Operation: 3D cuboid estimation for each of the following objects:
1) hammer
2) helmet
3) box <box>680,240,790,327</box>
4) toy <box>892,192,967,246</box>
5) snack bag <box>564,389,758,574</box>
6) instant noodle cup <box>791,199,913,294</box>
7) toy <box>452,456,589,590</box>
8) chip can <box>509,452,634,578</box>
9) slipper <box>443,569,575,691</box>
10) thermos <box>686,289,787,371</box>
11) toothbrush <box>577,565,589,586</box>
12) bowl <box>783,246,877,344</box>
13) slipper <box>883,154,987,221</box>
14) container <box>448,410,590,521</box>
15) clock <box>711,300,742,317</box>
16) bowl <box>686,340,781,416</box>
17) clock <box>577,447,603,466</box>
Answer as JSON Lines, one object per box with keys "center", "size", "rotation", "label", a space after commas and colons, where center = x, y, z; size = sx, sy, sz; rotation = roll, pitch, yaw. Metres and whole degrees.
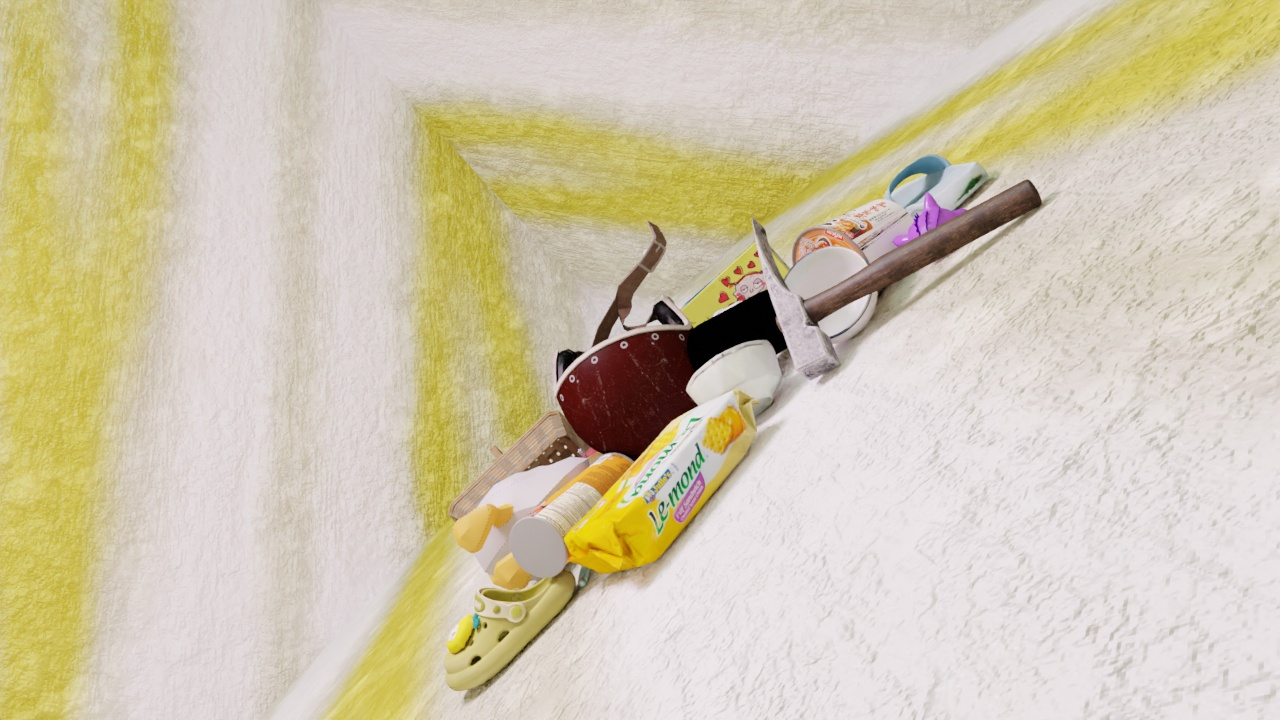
{"center": [0.272, -0.136, 1.005], "size": [0.301, 0.037, 0.217], "rotation": [-29, 56, 24], "label": "hammer"}
{"center": [-0.007, 0.009, 1.282], "size": [0.233, 0.234, 0.253], "rotation": [-27, 47, 7], "label": "helmet"}
{"center": [0.161, -0.094, 1.565], "size": [0.221, 0.124, 0.081], "rotation": [-40, 4, 15], "label": "box"}
{"center": [0.340, -0.153, 1.063], "size": [0.106, 0.056, 0.087], "rotation": [-16, 30, 31], "label": "toy"}
{"center": [0.024, 0.141, 1.006], "size": [0.246, 0.068, 0.160], "rotation": [-46, 7, -28], "label": "snack bag"}
{"center": [0.276, -0.137, 1.149], "size": [0.121, 0.123, 0.124], "rotation": [-35, 1, -29], "label": "instant noodle cup"}
{"center": [-0.152, 0.230, 1.259], "size": [0.247, 0.141, 0.267], "rotation": [-51, -9, 5], "label": "toy"}
{"center": [-0.074, 0.185, 1.133], "size": [0.075, 0.075, 0.214], "rotation": [-40, -4, 28], "label": "chip can"}
{"center": [-0.162, 0.299, 1.062], "size": [0.190, 0.081, 0.091], "rotation": [-41, 8, -3], "label": "slipper"}
{"center": [0.156, -0.041, 1.229], "size": [0.198, 0.086, 0.086], "rotation": [-28, -6, -44], "label": "thermos"}
{"center": [-0.069, 0.245, 1.144], "size": [0.016, 0.016, 0.180], "rotation": [-43, 6, 4], "label": "toothbrush"}
{"center": [0.227, -0.068, 1.077], "size": [0.118, 0.118, 0.062], "rotation": [-41, -39, 17], "label": "bowl"}
{"center": [0.396, -0.242, 1.274], "size": [0.104, 0.074, 0.245], "rotation": [-42, 7, -2], "label": "slipper"}
{"center": [-0.186, 0.212, 1.529], "size": [0.249, 0.157, 0.186], "rotation": [-44, 17, -9], "label": "container"}
{"center": [0.151, -0.045, 1.469], "size": [0.057, 0.083, 0.117], "rotation": [-31, 11, 38], "label": "clock"}
{"center": [0.119, 0.033, 1.089], "size": [0.117, 0.061, 0.118], "rotation": [-23, -25, -11], "label": "bowl"}
{"center": [-0.044, 0.141, 1.416], "size": [0.117, 0.081, 0.158], "rotation": [-40, 6, 31], "label": "clock"}
